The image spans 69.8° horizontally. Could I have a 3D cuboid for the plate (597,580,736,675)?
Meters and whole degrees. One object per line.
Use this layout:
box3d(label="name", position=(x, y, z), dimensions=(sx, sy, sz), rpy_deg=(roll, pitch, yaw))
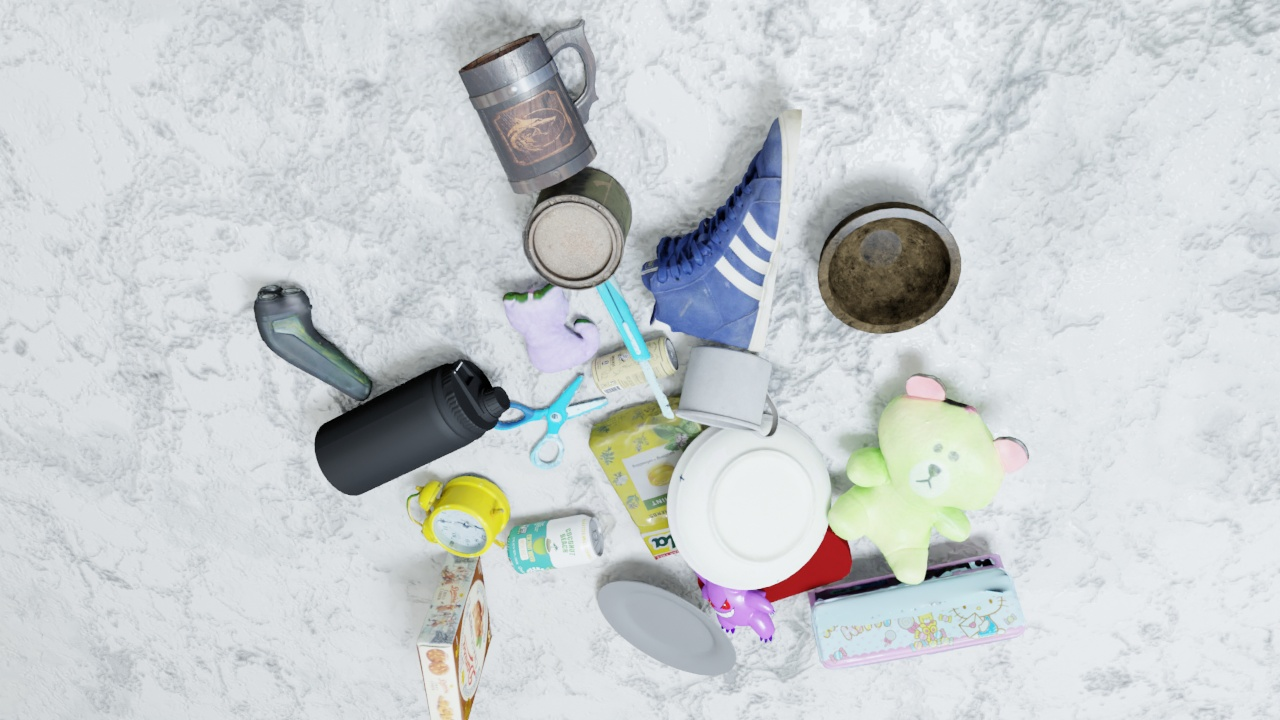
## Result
box3d(label="plate", position=(0.031, 0.313, 1.080), dimensions=(0.178, 0.012, 0.179), rpy_deg=(20, 140, 17))

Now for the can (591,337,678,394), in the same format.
box3d(label="can", position=(-0.005, 0.005, 0.912), dimensions=(0.080, 0.038, 0.038), rpy_deg=(-18, 118, 16))

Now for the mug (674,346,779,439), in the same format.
box3d(label="mug", position=(0.092, 0.033, 0.887), dimensions=(0.113, 0.084, 0.070), rpy_deg=(17, 81, -31))

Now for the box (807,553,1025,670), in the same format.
box3d(label="box", position=(0.296, 0.278, 0.994), dimensions=(0.214, 0.091, 0.090), rpy_deg=(-14, 153, 11))

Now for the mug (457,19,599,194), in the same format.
box3d(label="mug", position=(-0.079, -0.215, 0.770), dimensions=(0.115, 0.080, 0.107), rpy_deg=(-30, 116, -9))

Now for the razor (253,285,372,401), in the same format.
box3d(label="razor", position=(-0.328, -0.016, 0.931), dimensions=(0.067, 0.054, 0.151), rpy_deg=(-41, 116, 8))

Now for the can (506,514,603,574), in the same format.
box3d(label="can", position=(-0.097, 0.208, 1.037), dimensions=(0.102, 0.054, 0.055), rpy_deg=(-12, 120, 13))

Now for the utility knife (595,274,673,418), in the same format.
box3d(label="utility knife", position=(-0.004, -0.019, 0.880), dimensions=(0.022, 0.015, 0.167), rpy_deg=(-27, 96, 9))

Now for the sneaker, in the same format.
box3d(label="sneaker", position=(0.064, -0.115, 0.806), dimensions=(0.118, 0.091, 0.234), rpy_deg=(7, 130, 4))

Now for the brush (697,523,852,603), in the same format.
box3d(label="brush", position=(0.148, 0.224, 1.029), dimensions=(0.174, 0.041, 0.082), rpy_deg=(-24, 116, 19))

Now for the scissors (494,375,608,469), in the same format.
box3d(label="scissors", position=(-0.102, 0.055, 0.969), dimensions=(0.118, 0.013, 0.140), rpy_deg=(29, 123, -11))

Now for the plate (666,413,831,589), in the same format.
box3d(label="plate", position=(0.118, 0.146, 0.929), dimensions=(0.182, 0.034, 0.182), rpy_deg=(-1, 92, -16))

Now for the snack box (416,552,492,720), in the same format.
box3d(label="snack box", position=(-0.214, 0.325, 1.069), dimensions=(0.041, 0.146, 0.143), rpy_deg=(2, 121, 4))

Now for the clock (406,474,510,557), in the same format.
box3d(label="clock", position=(-0.204, 0.173, 1.027), dimensions=(0.119, 0.057, 0.083), rpy_deg=(9, 122, 10))

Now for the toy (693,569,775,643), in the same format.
box3d(label="toy", position=(0.103, 0.254, 0.993), dimensions=(0.106, 0.055, 0.088), rpy_deg=(-3, 135, 49))

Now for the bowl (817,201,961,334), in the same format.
box3d(label="bowl", position=(0.217, -0.090, 0.818), dimensions=(0.121, 0.056, 0.121), rpy_deg=(3, 122, 4))

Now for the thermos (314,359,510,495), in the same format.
box3d(label="thermos", position=(-0.230, 0.064, 0.944), dimensions=(0.199, 0.086, 0.086), rpy_deg=(-25, 116, 20))

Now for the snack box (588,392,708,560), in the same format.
box3d(label="snack box", position=(0.033, 0.126, 0.979), dimensions=(0.121, 0.045, 0.181), rpy_deg=(-19, 118, 17))

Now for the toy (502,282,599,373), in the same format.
box3d(label="toy", position=(-0.085, -0.034, 0.899), dimensions=(0.080, 0.036, 0.100), rpy_deg=(-17, 124, 4))

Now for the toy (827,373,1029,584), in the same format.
box3d(label="toy", position=(0.282, 0.115, 0.919), dimensions=(0.150, 0.107, 0.197), rpy_deg=(34, 111, 4))

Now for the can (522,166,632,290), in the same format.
box3d(label="can", position=(-0.055, -0.118, 0.819), dimensions=(0.090, 0.074, 0.090), rpy_deg=(3, 122, 4))
